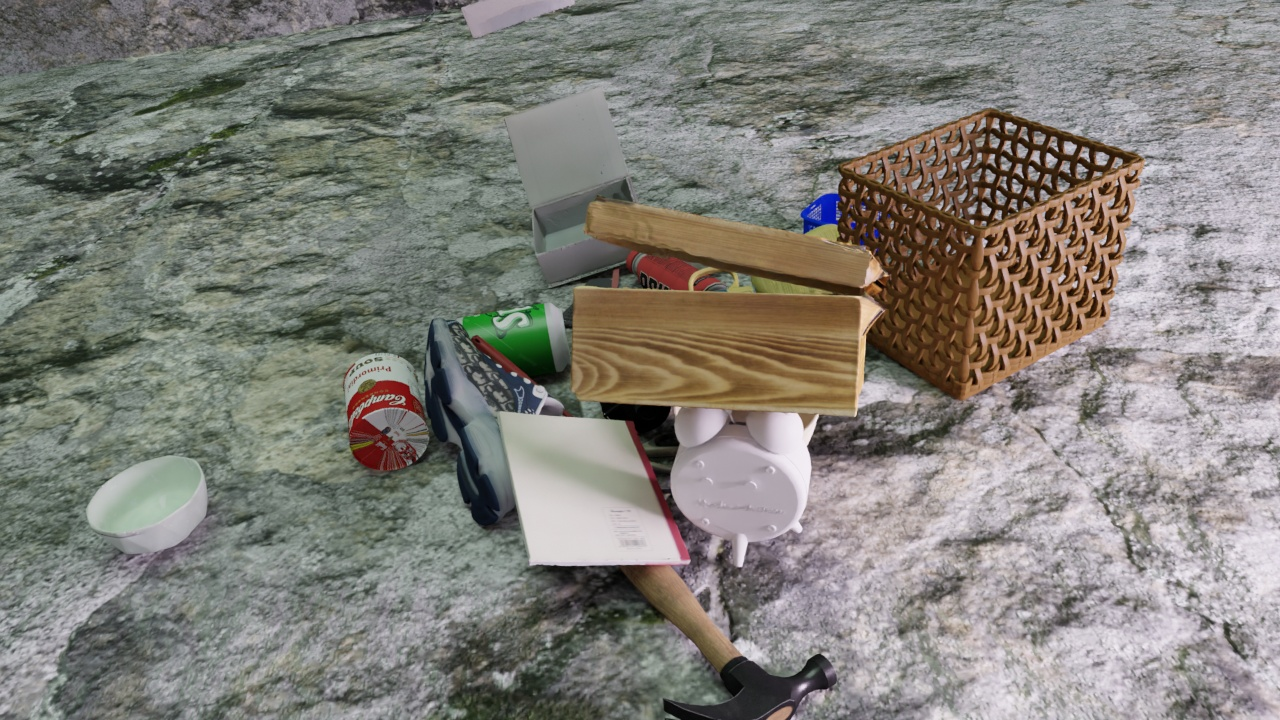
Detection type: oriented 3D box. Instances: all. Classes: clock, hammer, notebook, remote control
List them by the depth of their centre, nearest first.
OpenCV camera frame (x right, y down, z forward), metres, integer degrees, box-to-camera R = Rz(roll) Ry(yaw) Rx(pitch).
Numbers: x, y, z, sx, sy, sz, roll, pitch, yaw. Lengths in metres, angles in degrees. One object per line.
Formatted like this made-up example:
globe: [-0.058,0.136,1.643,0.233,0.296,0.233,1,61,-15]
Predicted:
hammer: [0.022,0.214,0.822,0.132,0.040,0.305,-22,37,-24]
clock: [0.091,0.109,0.842,0.125,0.161,0.072,3,36,15]
notebook: [-0.051,0.120,0.887,0.153,0.012,0.208,5,32,-21]
remote control: [-0.072,-0.082,1.274,0.046,0.009,0.124,8,38,21]

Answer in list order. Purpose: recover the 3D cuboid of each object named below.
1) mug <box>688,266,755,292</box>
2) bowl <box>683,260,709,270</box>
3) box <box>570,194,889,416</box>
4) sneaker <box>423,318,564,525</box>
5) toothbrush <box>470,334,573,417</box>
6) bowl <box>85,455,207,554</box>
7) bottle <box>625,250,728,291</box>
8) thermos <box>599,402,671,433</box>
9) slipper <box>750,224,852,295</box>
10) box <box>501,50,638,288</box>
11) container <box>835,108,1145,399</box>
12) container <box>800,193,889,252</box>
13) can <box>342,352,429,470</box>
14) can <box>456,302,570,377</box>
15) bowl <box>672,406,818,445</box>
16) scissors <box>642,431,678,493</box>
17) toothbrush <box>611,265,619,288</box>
mug: [0.090,-0.059,1.131,0.107,0.083,0.113,-8,78,6]
bowl: [0.075,-0.160,1.318,0.105,0.054,0.104,-7,34,4]
box: [0.095,-0.043,0.828,0.245,0.168,0.278,6,3,14]
sneaker: [-0.154,0.053,1.014,0.132,0.103,0.269,-10,50,-26]
toothbrush: [-0.125,0.029,1.057,0.190,0.016,0.016,37,72,15]
bowl: [-0.513,0.161,0.972,0.117,0.061,0.117,-5,36,4]
bottle: [0.044,-0.107,1.242,0.062,0.062,0.177,-27,40,-26]
thermos: [-0.006,0.006,1.071,0.086,0.086,0.198,-6,35,2]
slipper: [0.210,-0.117,1.222,0.190,0.091,0.082,-22,-3,-34]
box: [-0.110,-0.318,1.450,0.166,0.119,0.477,-18,57,3]
container: [0.394,-0.133,1.078,0.251,0.214,0.219,-24,38,-21]
container: [0.294,-0.188,1.311,0.114,0.058,0.096,20,44,33]
can: [-0.294,0.057,1.054,0.086,0.087,0.116,-16,36,-11]
can: [-0.161,-0.019,1.135,0.140,0.088,0.087,-10,35,-3]
bowl: [0.112,0.072,0.965,0.151,0.075,0.150,-6,36,4]
scissors: [-0.011,0.108,0.992,0.163,0.013,0.154,-17,35,-15]
toothbrush: [-0.034,-0.149,1.350,0.015,0.016,0.184,-4,33,5]
